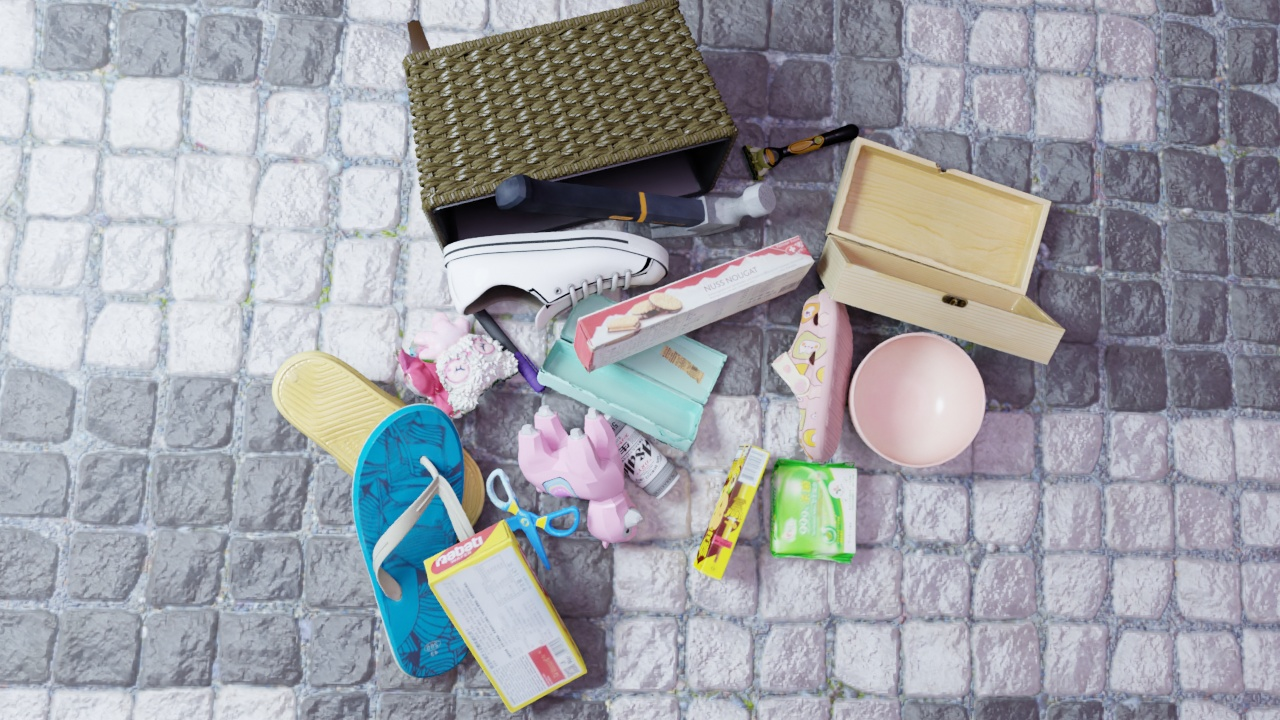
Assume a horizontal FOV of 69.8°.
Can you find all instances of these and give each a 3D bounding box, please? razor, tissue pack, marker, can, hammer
[{"bbox_3d":[0.194,-0.254,1.088,0.144,0.021,0.044,-19,86,-9],"label":"razor"},{"bbox_3d":[0.197,0.170,1.038,0.099,0.034,0.114,3,82,-4],"label":"tissue pack"},{"bbox_3d":[-0.150,-0.018,1.033,0.018,0.015,0.134,-39,89,-23],"label":"marker"},{"bbox_3d":[-0.007,0.104,1.019,0.106,0.044,0.044,43,82,0],"label":"can"},{"bbox_3d":[-0.009,-0.161,0.947,0.311,0.140,0.035,-3,83,-44],"label":"hammer"}]

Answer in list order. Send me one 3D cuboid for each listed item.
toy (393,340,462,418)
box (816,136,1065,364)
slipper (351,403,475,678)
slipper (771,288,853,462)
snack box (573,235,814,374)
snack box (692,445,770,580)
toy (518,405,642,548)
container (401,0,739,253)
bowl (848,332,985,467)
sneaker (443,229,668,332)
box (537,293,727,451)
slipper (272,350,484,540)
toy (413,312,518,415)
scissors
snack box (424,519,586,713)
[{"bbox_3d":[-0.232,0.026,1.003,0.050,0.065,0.102,-39,91,25],"label":"toy"},{"bbox_3d":[0.340,-0.118,1.053,0.247,0.119,0.252,18,59,-4],"label":"box"},{"bbox_3d":[-0.225,0.193,0.938,0.118,0.060,0.295,-9,101,-21],"label":"slipper"},{"bbox_3d":[0.190,0.016,1.034,0.082,0.093,0.197,0,75,27],"label":"slipper"},{"bbox_3d":[0.058,-0.064,1.004,0.272,0.077,0.044,-23,73,-16],"label":"snack box"},{"bbox_3d":[0.100,0.166,1.014,0.025,0.061,0.148,23,82,-3],"label":"snack box"},{"bbox_3d":[-0.064,0.128,0.990,0.123,0.067,0.158,0,118,26],"label":"toy"},{"bbox_3d":[-0.088,-0.267,0.988,0.321,0.176,0.205,-15,82,-7],"label":"container"},{"bbox_3d":[0.301,0.046,1.038,0.153,0.076,0.153,0,85,-5],"label":"bowl"},{"bbox_3d":[-0.090,-0.081,1.002,0.245,0.091,0.097,-2,79,-8],"label":"sneaker"},{"bbox_3d":[-0.009,0.010,1.032,0.187,0.055,0.138,27,54,-2],"label":"box"},{"bbox_3d":[-0.273,0.087,0.976,0.263,0.078,0.099,44,81,-22],"label":"slipper"},{"bbox_3d":[-0.193,-0.005,0.991,0.109,0.041,0.095,45,53,-1],"label":"toy"},{"bbox_3d":[-0.122,0.171,0.987,0.126,0.013,0.127,-22,95,24],"label":"scissors"},{"bbox_3d":[-0.137,0.266,0.944,0.092,0.042,0.201,-27,118,-7],"label":"snack box"}]
